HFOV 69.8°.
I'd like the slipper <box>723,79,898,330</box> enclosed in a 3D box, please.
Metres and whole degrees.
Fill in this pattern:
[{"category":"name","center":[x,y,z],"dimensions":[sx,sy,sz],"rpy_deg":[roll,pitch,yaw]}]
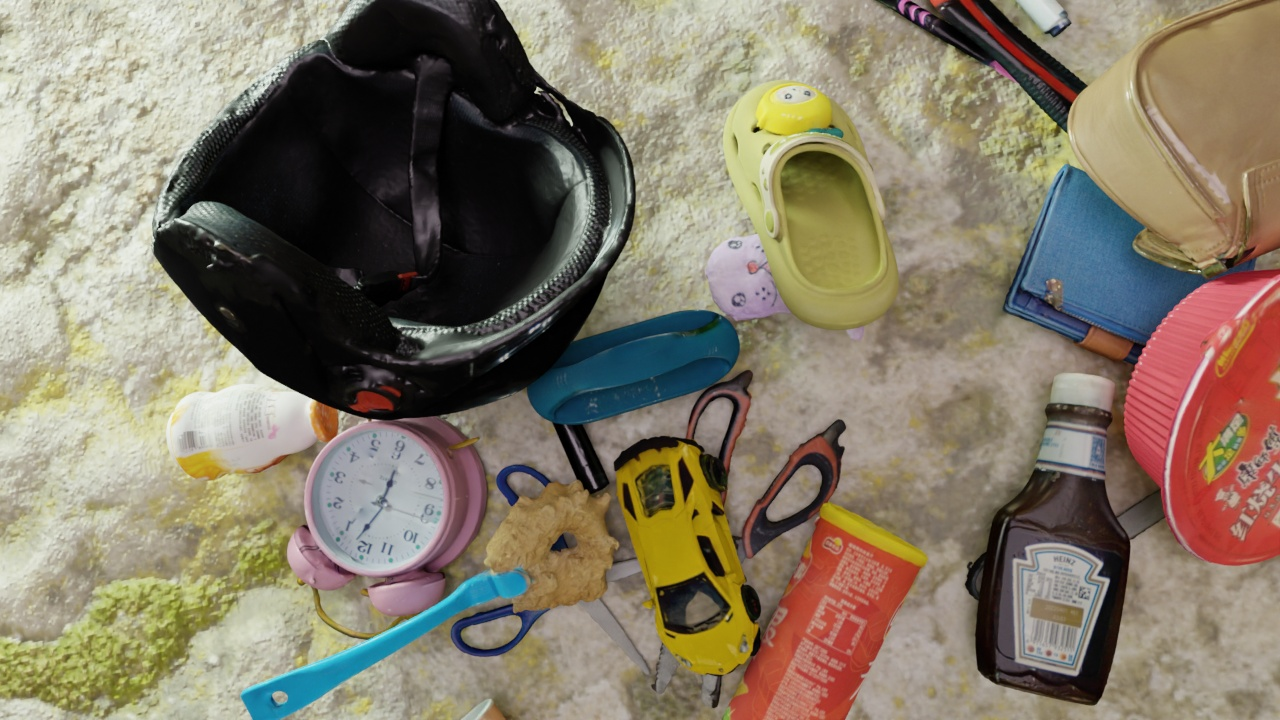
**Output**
[{"category":"slipper","center":[0.112,-0.112,0.573],"dimensions":[0.091,0.082,0.190],"rpy_deg":[-9,63,-6]}]

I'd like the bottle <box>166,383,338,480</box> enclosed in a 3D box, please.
[{"category":"bottle","center":[-0.268,0.047,0.638],"dimensions":[0.108,0.063,0.063],"rpy_deg":[-9,85,7]}]

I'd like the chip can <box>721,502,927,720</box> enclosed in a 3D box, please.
[{"category":"chip can","center":[0.102,0.201,0.576],"dimensions":[0.073,0.073,0.216],"rpy_deg":[26,89,8]}]

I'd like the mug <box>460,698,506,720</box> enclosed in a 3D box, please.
[{"category":"mug","center":[-0.087,0.294,0.596],"dimensions":[0.078,0.078,0.123],"rpy_deg":[-42,88,2]}]

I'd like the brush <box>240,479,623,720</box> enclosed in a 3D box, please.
[{"category":"brush","center":[-0.124,0.157,0.579],"dimensions":[0.254,0.046,0.083],"rpy_deg":[-26,102,-14]}]

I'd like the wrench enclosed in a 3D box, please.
[{"category":"wrench","center":[0.227,-0.233,0.614],"dimensions":[0.056,0.016,0.273],"rpy_deg":[-38,81,-12]}]

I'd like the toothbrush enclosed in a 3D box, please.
[{"category":"toothbrush","center":[0.197,-0.231,0.624],"dimensions":[0.189,0.018,0.014],"rpy_deg":[33,84,7]}]

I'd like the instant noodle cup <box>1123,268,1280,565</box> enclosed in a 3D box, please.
[{"category":"instant noodle cup","center":[0.355,0.021,0.531],"dimensions":[0.193,0.066,0.194],"rpy_deg":[-7,112,-19]}]

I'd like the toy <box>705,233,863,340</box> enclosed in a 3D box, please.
[{"category":"toy","center":[0.097,-0.053,0.610],"dimensions":[0.108,0.039,0.083],"rpy_deg":[2,71,7]}]

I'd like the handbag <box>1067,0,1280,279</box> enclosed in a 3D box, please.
[{"category":"handbag","center":[0.363,-0.136,0.548],"dimensions":[0.204,0.100,0.147],"rpy_deg":[-19,78,-13]}]

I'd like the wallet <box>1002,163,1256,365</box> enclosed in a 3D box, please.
[{"category":"wallet","center":[0.312,-0.053,0.585],"dimensions":[0.133,0.040,0.106],"rpy_deg":[23,84,4]}]

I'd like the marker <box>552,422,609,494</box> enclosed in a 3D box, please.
[{"category":"marker","center":[-0.056,0.030,0.634],"dimensions":[0.022,0.020,0.132],"rpy_deg":[-30,81,39]}]

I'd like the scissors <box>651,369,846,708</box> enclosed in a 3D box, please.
[{"category":"scissors","center":[0.066,0.118,0.615],"dimensions":[0.215,0.015,0.195],"rpy_deg":[-29,83,3]}]

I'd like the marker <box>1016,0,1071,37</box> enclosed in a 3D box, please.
[{"category":"marker","center":[0.243,-0.272,0.620],"dimensions":[0.022,0.018,0.130],"rpy_deg":[-37,82,-6]}]

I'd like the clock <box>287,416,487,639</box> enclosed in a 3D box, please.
[{"category":"clock","center":[-0.175,0.110,0.624],"dimensions":[0.117,0.060,0.158],"rpy_deg":[18,91,8]}]

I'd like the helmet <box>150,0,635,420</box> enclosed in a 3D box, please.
[{"category":"helmet","center":[-0.135,-0.076,0.547],"dimensions":[0.275,0.230,0.232],"rpy_deg":[19,63,11]}]

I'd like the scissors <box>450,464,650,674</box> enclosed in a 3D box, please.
[{"category":"scissors","center":[-0.057,0.153,0.630],"dimensions":[0.162,0.012,0.173],"rpy_deg":[-39,84,-1]}]

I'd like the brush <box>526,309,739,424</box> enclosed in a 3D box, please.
[{"category":"brush","center":[-0.004,0.003,0.595],"dimensions":[0.144,0.073,0.055],"rpy_deg":[-16,86,-6]}]

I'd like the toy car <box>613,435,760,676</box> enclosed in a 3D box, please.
[{"category":"toy car","center":[0.030,0.124,0.586],"dimensions":[0.071,0.041,0.155],"rpy_deg":[-24,74,27]}]

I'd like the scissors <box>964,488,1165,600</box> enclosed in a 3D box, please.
[{"category":"scissors","center":[0.299,0.127,0.590],"dimensions":[0.174,0.014,0.136],"rpy_deg":[0,85,4]}]

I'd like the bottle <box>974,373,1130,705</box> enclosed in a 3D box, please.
[{"category":"bottle","center":[0.259,0.106,0.566],"dimensions":[0.080,0.044,0.194],"rpy_deg":[11,84,5]}]
